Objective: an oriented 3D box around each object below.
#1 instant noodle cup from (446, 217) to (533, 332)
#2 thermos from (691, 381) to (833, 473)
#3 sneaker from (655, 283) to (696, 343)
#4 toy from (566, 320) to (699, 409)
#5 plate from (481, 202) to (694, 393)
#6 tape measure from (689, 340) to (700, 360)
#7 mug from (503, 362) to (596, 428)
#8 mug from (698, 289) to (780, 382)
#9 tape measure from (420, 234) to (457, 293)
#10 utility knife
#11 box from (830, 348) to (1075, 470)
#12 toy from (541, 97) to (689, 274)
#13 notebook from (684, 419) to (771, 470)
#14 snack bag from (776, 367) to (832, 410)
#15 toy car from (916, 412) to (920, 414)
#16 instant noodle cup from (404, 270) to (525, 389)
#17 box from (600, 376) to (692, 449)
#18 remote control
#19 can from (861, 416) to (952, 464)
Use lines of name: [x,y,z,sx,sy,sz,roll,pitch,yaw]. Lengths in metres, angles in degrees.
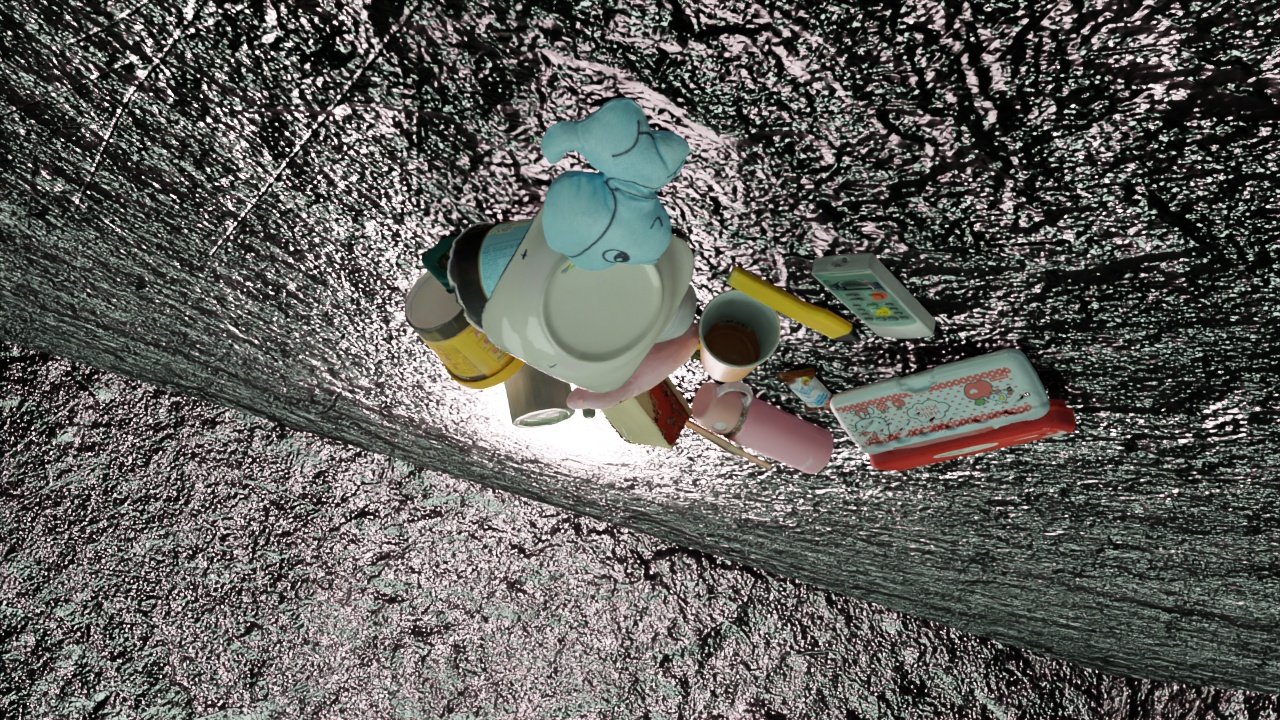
instant noodle cup: [-0.098,-0.086,0.849,0.121,0.111,0.111,-10,150,38]
thermos: [0.165,0.082,1.205,0.198,0.067,0.087,26,133,-25]
sneaker: [-0.056,-0.049,0.930,0.090,0.089,0.243,19,163,-36]
toy: [-0.006,0.006,0.972,0.054,0.159,0.121,58,159,-12]
plate: [-0.037,-0.054,0.788,0.164,0.164,0.034,26,-170,-32]
tape measure: [0.073,-0.016,1.025,0.060,0.028,0.057,25,162,-27]
mug: [-0.112,0.024,1.136,0.123,0.103,0.084,4,156,-39]
mug: [0.094,-0.018,0.930,0.078,0.078,0.123,15,169,3]
tape measure: [-0.195,-0.103,0.951,0.058,0.054,0.025,44,179,25]
utility knife: [0.145,-0.053,0.865,0.153,0.015,0.033,25,155,-23]
box: [0.309,0.060,0.913,0.202,0.065,0.159,-20,140,38]
toy: [-0.024,-0.120,0.691,0.161,0.049,0.157,24,135,-40]
notebook: [0.093,0.103,1.287,0.149,0.012,0.211,29,179,26]
snack bag: [0.198,0.034,1.075,0.048,0.026,0.104,-7,155,27]
toy car: [0.305,0.027,0.943,0.048,0.032,0.105,15,153,-18]
instant noodle cup: [-0.199,-0.044,1.051,0.119,0.118,0.114,6,153,31]
box: [-0.015,0.042,1.128,0.091,0.077,0.168,2,141,40]
remote control: [0.205,-0.054,0.798,0.056,0.019,0.135,0,157,42]
can: [0.295,0.073,1.038,0.094,0.066,0.067,18,163,-5]
